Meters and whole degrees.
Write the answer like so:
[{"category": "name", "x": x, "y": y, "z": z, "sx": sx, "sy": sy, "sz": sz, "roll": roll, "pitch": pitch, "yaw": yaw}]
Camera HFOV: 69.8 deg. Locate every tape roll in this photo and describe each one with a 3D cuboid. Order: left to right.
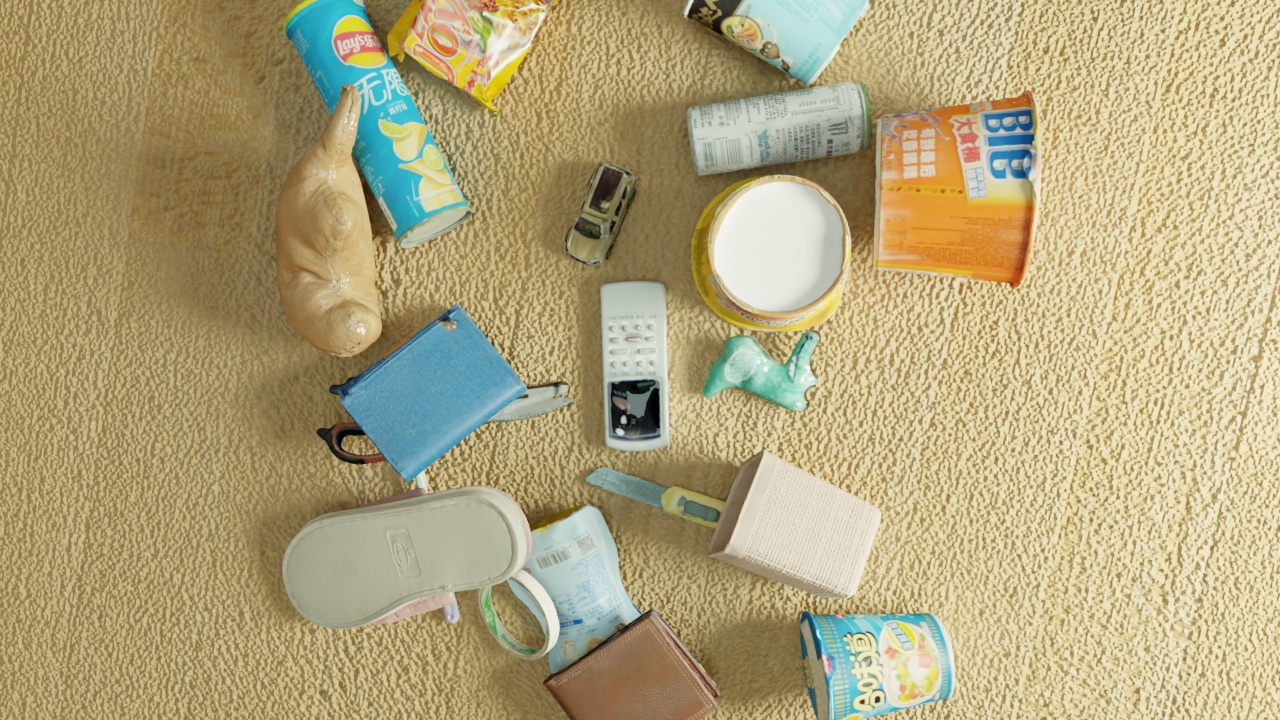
[{"category": "tape roll", "x": -0.108, "y": 0.224, "z": 0.812, "sx": 0.086, "sy": 0.013, "sz": 0.086, "roll": 14, "pitch": 115, "yaw": 32}]

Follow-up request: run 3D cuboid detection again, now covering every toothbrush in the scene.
[{"category": "toothbrush", "x": -0.190, "y": 0.149, "z": 0.835, "sx": 0.029, "sy": 0.021, "sz": 0.189, "roll": -11, "pitch": 94, "yaw": 3}]

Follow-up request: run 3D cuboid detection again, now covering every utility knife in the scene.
[{"category": "utility knife", "x": 0.057, "y": 0.136, "z": 0.815, "sx": 0.219, "sy": 0.022, "sz": 0.031, "roll": 19, "pitch": 86, "yaw": 8}]

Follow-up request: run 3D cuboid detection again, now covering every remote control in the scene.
[{"category": "remote control", "x": -0.005, "y": 0.005, "z": 0.806, "sx": 0.058, "sy": 0.021, "sz": 0.150, "roll": -2, "pitch": 93, "yaw": 6}]

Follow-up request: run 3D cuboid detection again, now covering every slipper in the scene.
[{"category": "slipper", "x": -0.206, "y": 0.169, "z": 0.804, "sx": 0.275, "sy": 0.054, "sz": 0.114, "roll": -20, "pitch": 92, "yaw": 26}]

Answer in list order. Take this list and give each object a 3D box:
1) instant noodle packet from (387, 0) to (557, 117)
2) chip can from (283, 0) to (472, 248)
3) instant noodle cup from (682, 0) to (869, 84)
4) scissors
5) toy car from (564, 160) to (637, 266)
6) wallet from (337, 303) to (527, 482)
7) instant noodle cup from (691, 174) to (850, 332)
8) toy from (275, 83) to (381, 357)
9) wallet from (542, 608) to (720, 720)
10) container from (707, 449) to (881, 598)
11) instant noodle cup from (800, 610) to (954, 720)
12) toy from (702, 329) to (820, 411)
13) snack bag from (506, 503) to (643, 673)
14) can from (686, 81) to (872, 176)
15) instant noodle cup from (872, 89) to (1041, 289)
[{"category": "instant noodle packet", "x": -0.139, "y": -0.287, "z": 0.774, "sx": 0.110, "sy": 0.044, "sz": 0.128, "roll": 30, "pitch": 98, "yaw": -21}, {"category": "chip can", "x": -0.224, "y": -0.205, "z": 0.788, "sx": 0.071, "sy": 0.071, "sz": 0.210, "roll": -28, "pitch": 91, "yaw": 6}, {"category": "instant noodle cup", "x": 0.113, "y": -0.289, "z": 0.738, "sx": 0.120, "sy": 0.111, "sz": 0.111, "roll": 36, "pitch": 96, "yaw": -4}, {"category": "scissors", "x": -0.173, "y": 0.034, "z": 0.819, "sx": 0.193, "sy": 0.015, "sz": 0.206, "roll": 41, "pitch": 73, "yaw": 18}, {"category": "toy car", "x": -0.036, "y": -0.126, "z": 0.794, "sx": 0.042, "sy": 0.035, "sz": 0.090, "roll": 23, "pitch": 98, "yaw": 5}, {"category": "wallet", "x": -0.181, "y": 0.026, "z": 0.794, "sx": 0.133, "sy": 0.040, "sz": 0.106, "roll": -39, "pitch": 79, "yaw": -14}, {"category": "instant noodle cup", "x": 0.109, "y": -0.089, "z": 0.745, "sx": 0.138, "sy": 0.109, "sz": 0.138, "roll": 0, "pitch": 94, "yaw": 4}, {"category": "toy", "x": -0.262, "y": -0.114, "z": 0.766, "sx": 0.143, "sy": 0.082, "sz": 0.226, "roll": 22, "pitch": 117, "yaw": 45}, {"category": "wallet", "x": -0.008, "y": 0.284, "z": 0.792, "sx": 0.125, "sy": 0.032, "sz": 0.101, "roll": -36, "pitch": 93, "yaw": 10}, {"category": "container", "x": 0.128, "y": 0.141, "z": 0.761, "sx": 0.111, "sy": 0.090, "sz": 0.089, "roll": 24, "pitch": 74, "yaw": 0}, {"category": "instant noodle cup", "x": 0.199, "y": 0.255, "z": 0.771, "sx": 0.110, "sy": 0.099, "sz": 0.099, "roll": -6, "pitch": 93, "yaw": -2}, {"category": "toy", "x": 0.111, "y": 0.007, "z": 0.789, "sx": 0.092, "sy": 0.030, "sz": 0.097, "roll": 26, "pitch": 110, "yaw": 0}, {"category": "snack bag", "x": -0.047, "y": 0.229, "z": 0.818, "sx": 0.110, "sy": 0.039, "sz": 0.191, "roll": -25, "pitch": 94, "yaw": 4}, {"category": "can", "x": 0.114, "y": -0.192, "z": 0.763, "sx": 0.147, "sy": 0.058, "sz": 0.058, "roll": -8, "pitch": 93, "yaw": 6}, {"category": "instant noodle cup", "x": 0.240, "y": -0.131, "z": 0.716, "sx": 0.111, "sy": 0.151, "sz": 0.151, "roll": 1, "pitch": 94, "yaw": 14}]
